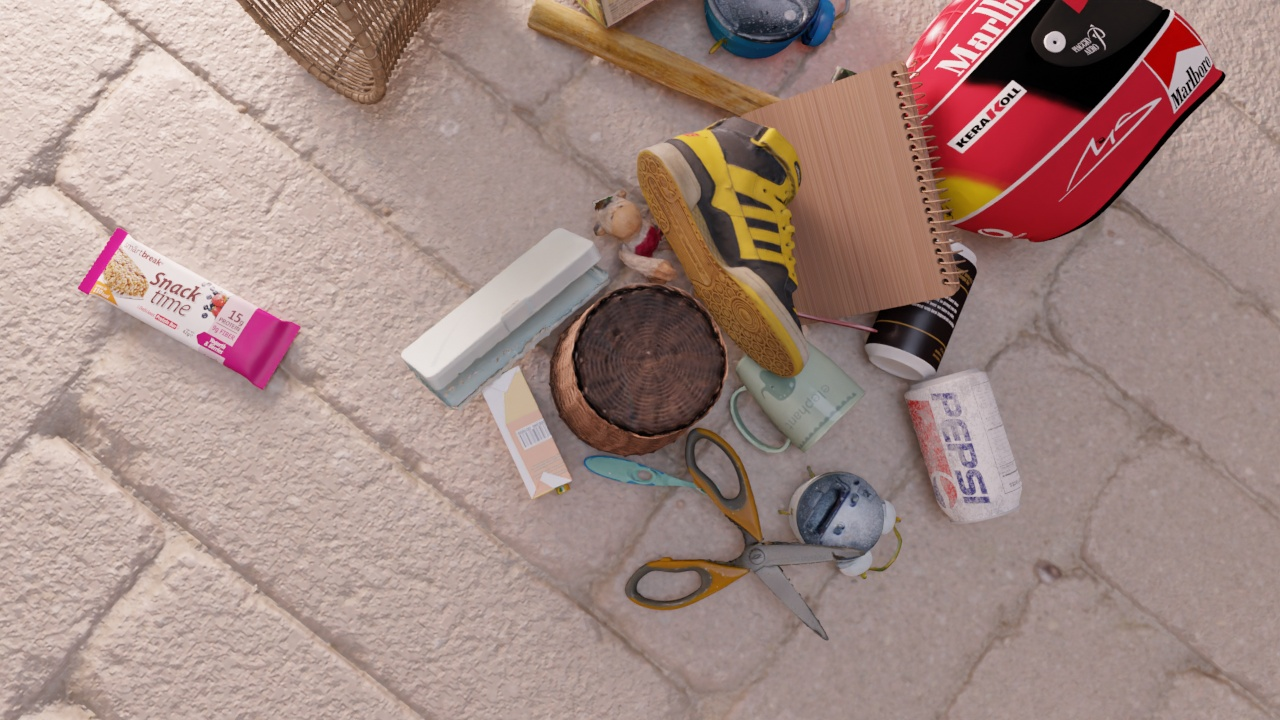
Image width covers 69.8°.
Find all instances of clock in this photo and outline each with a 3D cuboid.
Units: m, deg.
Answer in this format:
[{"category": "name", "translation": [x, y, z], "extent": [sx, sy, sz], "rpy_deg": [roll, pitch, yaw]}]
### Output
[{"category": "clock", "translation": [0.136, -0.365, 0.923], "extent": [0.161, 0.060, 0.116], "rpy_deg": [-11, 83, -7]}, {"category": "clock", "translation": [0.194, 0.154, 0.867], "extent": [0.117, 0.057, 0.083], "rpy_deg": [35, 81, 0]}]

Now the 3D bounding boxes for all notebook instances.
[{"category": "notebook", "translation": [0.196, -0.148, 0.845], "extent": [0.169, 0.022, 0.210], "rpy_deg": [-11, 101, 34]}]

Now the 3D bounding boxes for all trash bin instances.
[{"category": "trash bin", "translation": [-0.005, 0.004, 0.791], "extent": [0.151, 0.210, 0.151], "rpy_deg": [1, 82, -5]}]

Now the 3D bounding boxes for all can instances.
[{"category": "can", "translation": [0.272, -0.050, 0.890], "extent": [0.072, 0.072, 0.128], "rpy_deg": [25, 82, -1]}, {"category": "can", "translation": [0.308, 0.081, 0.874], "extent": [0.078, 0.078, 0.136], "rpy_deg": [-15, 85, -7]}]

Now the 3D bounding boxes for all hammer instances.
[{"category": "hammer", "translation": [0.042, -0.279, 0.903], "extent": [0.330, 0.033, 0.132], "rpy_deg": [25, 112, 5]}]

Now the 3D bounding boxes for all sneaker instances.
[{"category": "sneaker", "translation": [0.106, -0.109, 0.825], "extent": [0.122, 0.086, 0.238], "rpy_deg": [-33, 91, -20]}]

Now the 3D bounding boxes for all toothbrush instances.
[{"category": "toothbrush", "translation": [0.136, -0.048, 0.884], "extent": [0.184, 0.015, 0.015], "rpy_deg": [15, 87, 13]}, {"category": "toothbrush", "translation": [0.012, 0.111, 0.877], "extent": [0.135, 0.017, 0.022], "rpy_deg": [13, 89, -3]}]

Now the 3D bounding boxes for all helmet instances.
[{"category": "helmet", "translation": [0.362, -0.248, 0.855], "extent": [0.224, 0.197, 0.271], "rpy_deg": [42, 88, -2]}]

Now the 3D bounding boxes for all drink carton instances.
[{"category": "drink carton", "translation": [-0.104, 0.071, 0.851], "extent": [0.041, 0.058, 0.122], "rpy_deg": [-26, 86, -7]}]

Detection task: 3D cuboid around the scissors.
[{"category": "scissors", "translation": [0.089, 0.162, 0.846], "extent": [0.225, 0.016, 0.226], "rpy_deg": [-9, 84, 13]}]

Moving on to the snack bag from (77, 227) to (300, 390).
[{"category": "snack bag", "translation": [-0.423, -0.049, 0.860], "extent": [0.196, 0.016, 0.070], "rpy_deg": [29, 80, -1]}]

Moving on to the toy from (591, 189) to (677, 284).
[{"category": "toy", "translation": [0.002, -0.128, 0.875], "extent": [0.106, 0.074, 0.085], "rpy_deg": [34, 82, -6]}]

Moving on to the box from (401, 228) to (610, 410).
[{"category": "box", "translation": [-0.123, -0.045, 0.838], "extent": [0.085, 0.071, 0.198], "rpy_deg": [41, 71, 18]}]

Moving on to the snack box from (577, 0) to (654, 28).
[{"category": "snack box", "translation": [-0.015, -0.408, 0.895], "extent": [0.143, 0.041, 0.148], "rpy_deg": [-34, 60, -8]}]

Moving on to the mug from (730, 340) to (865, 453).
[{"category": "mug", "translation": [0.137, 0.034, 0.871], "extent": [0.104, 0.084, 0.111], "rpy_deg": [45, 110, 11]}]

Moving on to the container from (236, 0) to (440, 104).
[{"category": "container", "translation": [-0.253, -0.383, 0.817], "extent": [0.227, 0.227, 0.196], "rpy_deg": [39, 75, 1]}]
